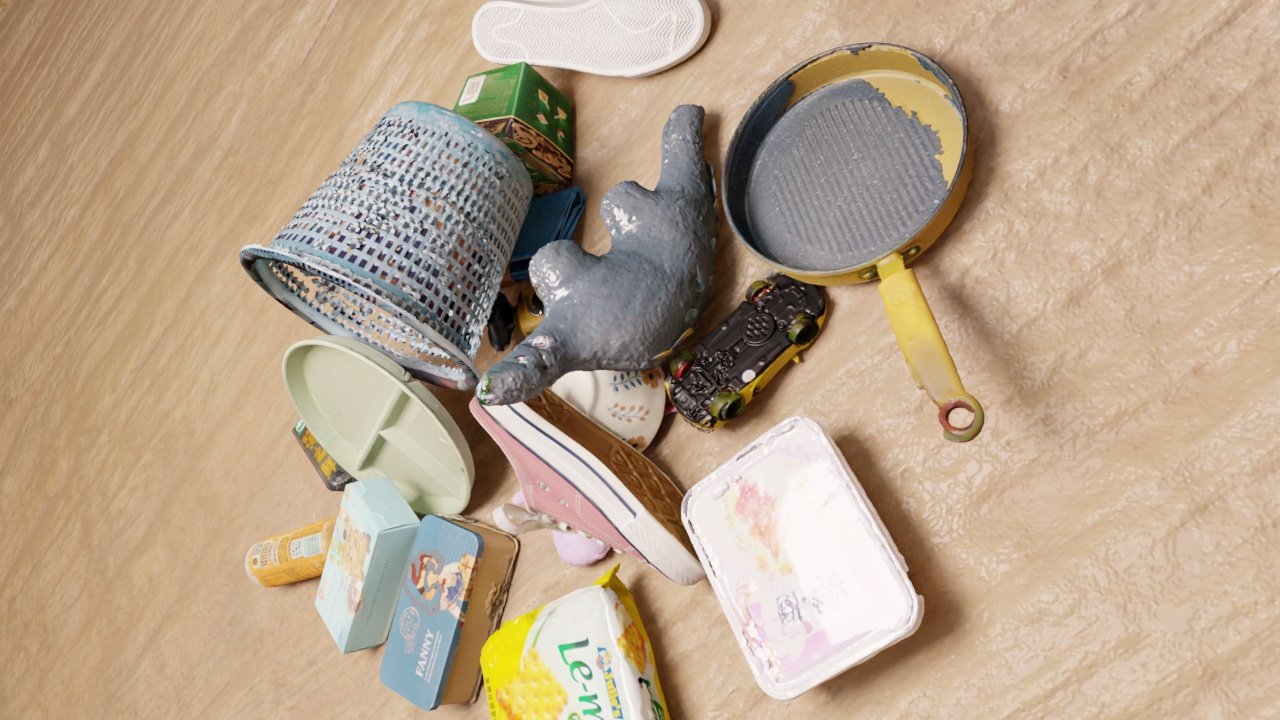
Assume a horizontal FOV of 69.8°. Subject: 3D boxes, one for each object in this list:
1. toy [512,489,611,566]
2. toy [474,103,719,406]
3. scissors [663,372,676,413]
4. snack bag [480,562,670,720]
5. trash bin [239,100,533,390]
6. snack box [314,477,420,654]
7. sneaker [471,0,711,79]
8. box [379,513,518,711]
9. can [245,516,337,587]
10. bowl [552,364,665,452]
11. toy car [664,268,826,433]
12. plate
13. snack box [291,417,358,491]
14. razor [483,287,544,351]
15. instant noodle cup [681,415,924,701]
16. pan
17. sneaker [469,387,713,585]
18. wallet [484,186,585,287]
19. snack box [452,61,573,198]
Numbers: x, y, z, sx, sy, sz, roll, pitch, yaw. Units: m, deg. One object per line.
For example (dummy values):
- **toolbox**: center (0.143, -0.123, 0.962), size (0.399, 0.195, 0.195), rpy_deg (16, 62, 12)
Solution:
- **toy**: center (-0.065, 0.137, 0.828), size (0.084, 0.039, 0.108), rpy_deg (-44, 63, 13)
- **toy**: center (-0.007, -0.069, 0.762), size (0.092, 0.138, 0.355), rpy_deg (-12, 35, 51)
- **scissors**: center (-0.005, 0.005, 0.835), size (0.133, 0.017, 0.133), rpy_deg (18, 94, 41)
- **snack bag**: center (-0.041, 0.310, 0.749), size (0.158, 0.068, 0.246), rpy_deg (-32, 61, 26)
- **trash bin**: center (-0.201, -0.110, 0.820), size (0.227, 0.226, 0.194), rpy_deg (12, 68, 38)
- **snack box**: center (-0.278, 0.208, 0.929), size (0.074, 0.051, 0.175), rpy_deg (43, 122, 35)
- **sneaker**: center (-0.042, -0.329, 0.916), size (0.242, 0.090, 0.089), rpy_deg (5, 111, 19)
- **box**: center (-0.185, 0.243, 0.876), size (0.090, 0.062, 0.184), rpy_deg (10, 83, 38)
- **can**: center (-0.375, 0.215, 1.024), size (0.146, 0.058, 0.058), rpy_deg (-19, 67, 31)
- **bowl**: center (-0.038, 0.031, 0.810), size (0.114, 0.062, 0.113), rpy_deg (-9, 77, 43)
- **toy car**: center (0.088, -0.008, 0.749), size (0.156, 0.041, 0.071), rpy_deg (-45, 54, 1)
- **plate**: center (-0.254, 0.066, 0.901), size (0.231, 0.230, 0.027), rpy_deg (2, 38, 37)
- **snack box**: center (-0.333, 0.067, 1.042), size (0.125, 0.053, 0.113), rpy_deg (44, 105, 30)
- **razor**: center (-0.082, -0.056, 0.879), size (0.168, 0.067, 0.062), rpy_deg (-15, 69, 26)
- **instant noodle cup**: center (0.122, 0.143, 0.677), size (0.138, 0.060, 0.173), rpy_deg (-39, 60, 22)
- **pan**: center (0.172, -0.092, 0.673), size (0.198, 0.078, 0.357), rpy_deg (-29, 60, 21)
- **sneaker**: center (-0.048, 0.108, 0.748), size (0.241, 0.118, 0.088), rpy_deg (39, 108, 0)
- **wallet**: center (-0.124, -0.121, 0.927), size (0.133, 0.040, 0.106), rpy_deg (-8, 50, 35)
- **snack box**: center (-0.133, -0.233, 0.929), size (0.118, 0.117, 0.105), rpy_deg (-3, 72, 33)
